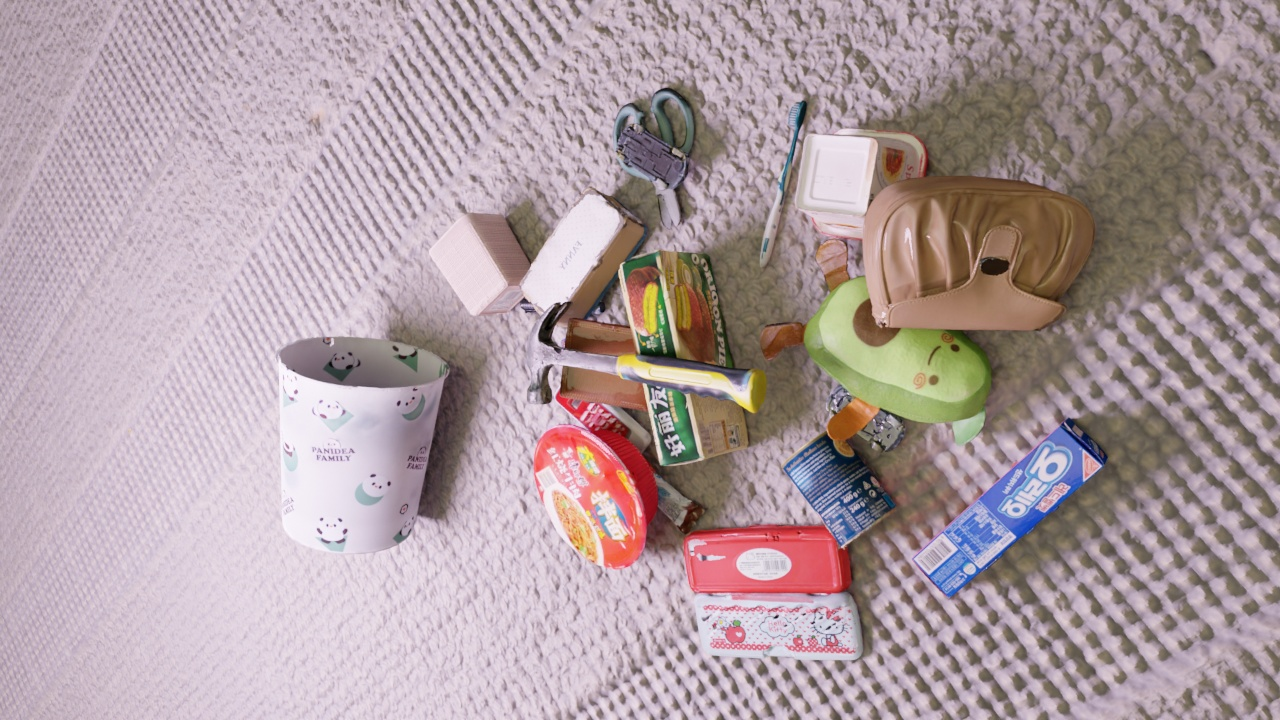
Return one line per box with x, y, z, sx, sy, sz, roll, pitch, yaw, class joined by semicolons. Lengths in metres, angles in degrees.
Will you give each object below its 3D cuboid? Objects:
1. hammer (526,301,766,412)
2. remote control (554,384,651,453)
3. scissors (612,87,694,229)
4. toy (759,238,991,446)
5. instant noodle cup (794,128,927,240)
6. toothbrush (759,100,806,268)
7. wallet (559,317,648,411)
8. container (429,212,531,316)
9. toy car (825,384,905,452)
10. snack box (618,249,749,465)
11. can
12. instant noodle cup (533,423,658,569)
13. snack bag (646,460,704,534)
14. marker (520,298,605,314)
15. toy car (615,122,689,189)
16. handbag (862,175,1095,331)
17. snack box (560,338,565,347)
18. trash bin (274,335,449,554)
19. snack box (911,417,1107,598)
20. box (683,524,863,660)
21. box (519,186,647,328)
-0.006;0.006;1.011;0.324;0.031;0.126;8;101;38;hammer
-0.049;0.072;1.159;0.136;0.020;0.056;42;124;7;remote control
0.033;-0.245;1.113;0.140;0.019;0.180;-26;78;29;scissors
0.252;-0.017;0.948;0.247;0.090;0.227;32;88;23;toy
0.220;-0.184;0.941;0.117;0.124;0.116;13;99;31;instant noodle cup
0.159;-0.199;1.042;0.018;0.016;0.192;22;104;39;toothbrush
-0.036;0.005;1.118;0.125;0.032;0.101;9;98;15;wallet
-0.206;-0.125;1.227;0.090;0.090;0.111;-39;76;27;container
0.245;0.062;0.994;0.090;0.034;0.043;36;108;22;toy car
0.052;-0.004;1.059;0.063;0.114;0.240;-15;85;34;snack box
0.215;0.138;0.992;0.075;0.075;0.111;-44;72;25;can
-0.047;0.158;1.136;0.194;0.065;0.194;22;124;36;instant noodle cup
0.030;0.168;1.135;0.105;0.026;0.045;40;112;22;snack bag
-0.103;-0.071;1.208;0.131;0.018;0.023;5;119;31;marker
0.017;-0.243;1.094;0.105;0.031;0.049;38;112;25;toy car
0.314;-0.096;0.862;0.204;0.099;0.148;1;113;-4;handbag
-0.027;0.003;1.159;0.157;0.026;0.084;-9;90;32;snack box
-0.399;0.116;1.288;0.230;0.229;0.252;20;108;29;trash bin
0.365;0.148;0.912;0.057;0.058;0.208;48;115;20;snack box
0.149;0.271;1.063;0.201;0.037;0.157;-9;89;30;box
-0.077;-0.121;1.153;0.090;0.059;0.184;48;111;27;box
